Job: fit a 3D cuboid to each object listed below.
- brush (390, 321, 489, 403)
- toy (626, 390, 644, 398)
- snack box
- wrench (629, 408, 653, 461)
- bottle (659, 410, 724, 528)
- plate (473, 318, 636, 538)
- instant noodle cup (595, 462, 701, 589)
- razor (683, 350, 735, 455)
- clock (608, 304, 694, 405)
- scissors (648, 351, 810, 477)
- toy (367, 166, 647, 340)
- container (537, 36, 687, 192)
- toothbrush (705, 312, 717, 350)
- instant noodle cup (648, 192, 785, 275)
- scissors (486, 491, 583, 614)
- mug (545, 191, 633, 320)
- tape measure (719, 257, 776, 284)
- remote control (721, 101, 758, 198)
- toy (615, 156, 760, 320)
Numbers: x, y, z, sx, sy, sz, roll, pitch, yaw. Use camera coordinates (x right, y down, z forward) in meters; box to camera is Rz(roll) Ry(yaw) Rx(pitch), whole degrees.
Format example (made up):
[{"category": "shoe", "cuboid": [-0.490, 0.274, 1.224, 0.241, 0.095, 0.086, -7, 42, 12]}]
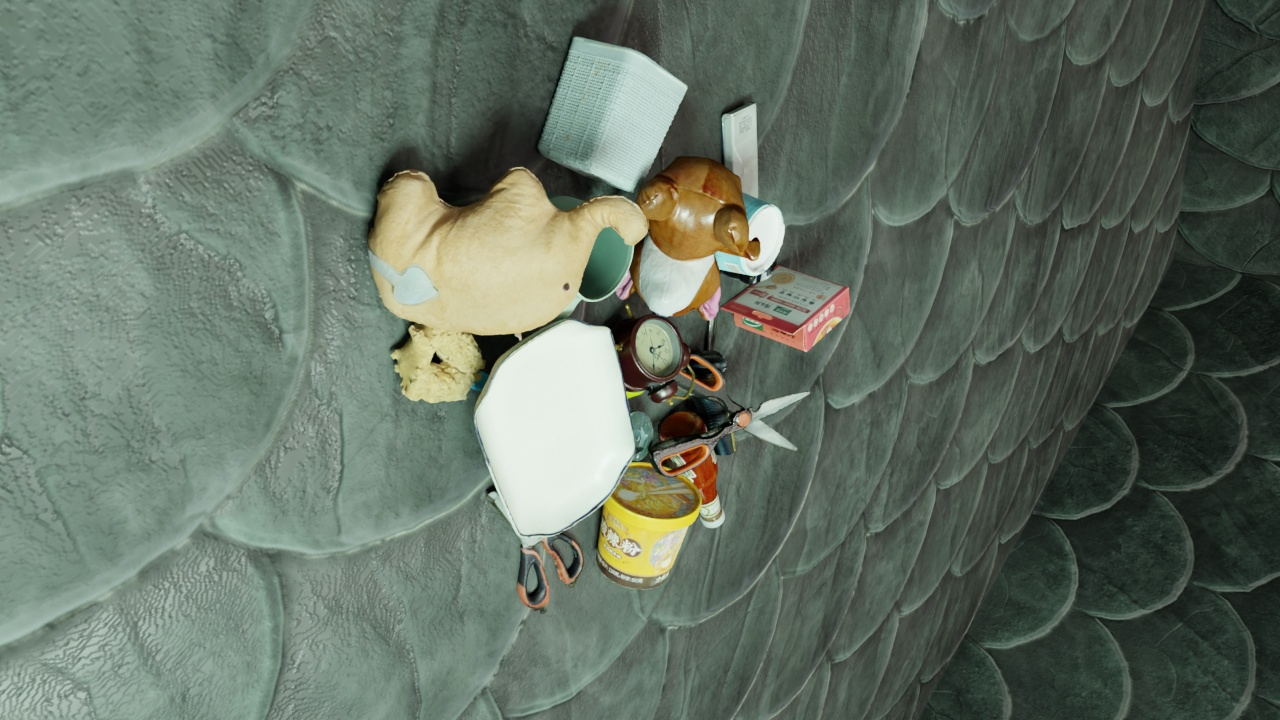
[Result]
[{"category": "brush", "cuboid": [-0.145, 0.024, 0.886, 0.254, 0.046, 0.083, 34, 71, -58]}, {"category": "toy", "cuboid": [-0.006, 0.006, 1.047, 0.100, 0.031, 0.097, -56, 131, -24]}, {"category": "snack box", "cuboid": [0.187, -0.064, 1.182, 0.126, 0.113, 0.044, -37, 135, -33]}, {"category": "wrench", "cuboid": [-0.051, 0.059, 0.988, 0.273, 0.016, 0.056, 32, 78, -58]}, {"category": "bottle", "cuboid": [0.074, 0.150, 1.203, 0.059, 0.060, 0.206, -47, 139, -25]}, {"category": "plate", "cuboid": [-0.085, 0.067, 0.898, 0.161, 0.034, 0.266, -35, 140, -22]}, {"category": "instant noodle cup", "cuboid": [0.002, 0.200, 1.099, 0.118, 0.118, 0.115, -16, 128, -46]}, {"category": "razor", "cuboid": [0.094, 0.056, 1.167, 0.067, 0.062, 0.168, -58, 142, -43]}, {"category": "clock", "cuboid": [0.012, -0.002, 1.002, 0.122, 0.055, 0.081, 39, 57, -25]}, {"category": "scissors", "cuboid": [0.101, 0.072, 1.116, 0.227, 0.022, 0.221, -44, 118, -8]}, {"category": "toy", "cuboid": [-0.108, -0.087, 0.757, 0.226, 0.082, 0.144, -2, 118, -6]}, {"category": "container", "cuboid": [-0.030, -0.226, 0.854, 0.090, 0.090, 0.111, 14, 101, -53]}, {"category": "toothbrush", "cuboid": [0.088, 0.015, 1.184, 0.015, 0.018, 0.181, -18, 120, -42]}, {"category": "instant noodle cup", "cuboid": [0.089, -0.147, 1.011, 0.111, 0.120, 0.111, -27, 128, -41]}, {"category": "scissors", "cuboid": [-0.126, 0.210, 1.022, 0.204, 0.015, 0.199, 7, 104, -52]}, {"category": "mug", "cuboid": [-0.076, -0.095, 0.846, 0.082, 0.106, 0.112, 13, 98, -54]}, {"category": "tape measure", "cuboid": [0.130, -0.121, 1.121, 0.065, 0.066, 0.034, -23, 129, -41]}, {"category": "remote control", "cuboid": [0.120, -0.237, 1.083, 0.048, 0.024, 0.125, -35, 132, -36]}, {"category": "toy", "cuboid": [0.041, -0.105, 0.924, 0.200, 0.140, 0.130, 116, -4, -62]}]
